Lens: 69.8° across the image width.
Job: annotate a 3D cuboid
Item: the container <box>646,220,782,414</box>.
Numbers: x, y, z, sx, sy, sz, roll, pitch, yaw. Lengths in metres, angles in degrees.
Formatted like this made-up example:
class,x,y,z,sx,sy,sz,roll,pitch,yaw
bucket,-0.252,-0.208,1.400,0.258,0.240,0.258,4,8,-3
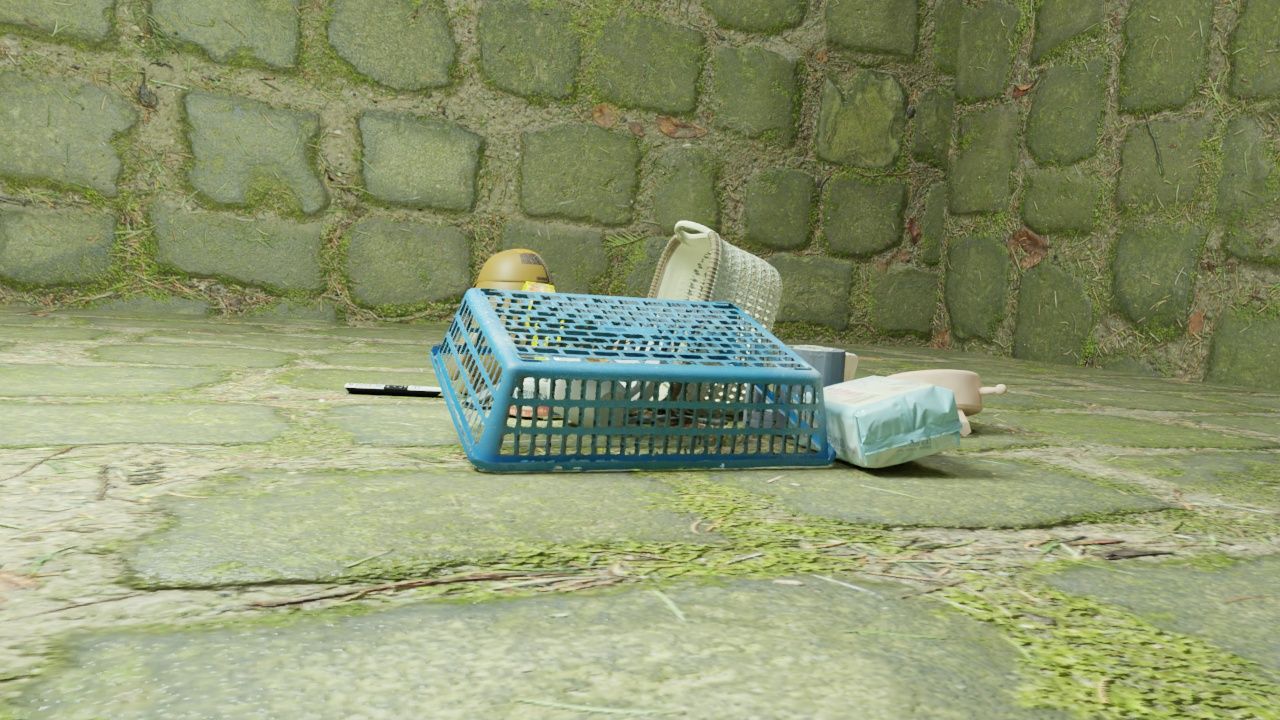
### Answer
class,x,y,z,sx,sy,sz,roll,pitch,yaw
container,0.081,-0.044,1.210,0.142,0.246,0.185,17,0,-21

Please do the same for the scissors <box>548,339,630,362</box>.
class,x,y,z,sx,sy,sz,roll,pitch,yaw
scissors,-0.067,-0.002,1.078,0.127,0.011,0.125,-10,-22,2

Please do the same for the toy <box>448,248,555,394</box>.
class,x,y,z,sx,sy,sz,roll,pitch,yaw
toy,-0.182,-0.054,1.276,0.163,0.203,0.198,8,6,44

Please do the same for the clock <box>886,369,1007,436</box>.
class,x,y,z,sx,sy,sz,roll,pitch,yaw
clock,0.389,0.059,1.235,0.131,0.086,0.161,3,-5,-15

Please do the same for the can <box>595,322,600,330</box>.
class,x,y,z,sx,sy,sz,roll,pitch,yaw
can,-0.037,-0.014,1.374,0.064,0.127,0.064,4,5,0

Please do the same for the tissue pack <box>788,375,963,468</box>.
class,x,y,z,sx,sy,sz,roll,pitch,yaw
tissue pack,0.233,0.061,0.943,0.112,0.070,0.182,-14,6,-14

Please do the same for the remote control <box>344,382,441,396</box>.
class,x,y,z,sx,sy,sz,roll,pitch,yaw
remote control,-0.322,0.039,1.203,0.124,0.012,0.028,3,5,-11

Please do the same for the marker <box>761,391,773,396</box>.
class,x,y,z,sx,sy,sz,roll,pitch,yaw
marker,0.221,0.059,1.321,0.126,0.025,0.025,8,6,44

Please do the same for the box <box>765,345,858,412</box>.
class,x,y,z,sx,sy,sz,roll,pitch,yaw
box,0.198,0.035,1.228,0.137,0.126,0.108,20,13,42

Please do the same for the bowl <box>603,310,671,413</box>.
class,x,y,z,sx,sy,sz,roll,pitch,yaw
bowl,-0.007,0.007,1.141,0.043,0.149,0.150,27,-9,-33

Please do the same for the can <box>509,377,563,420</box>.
class,x,y,z,sx,sy,sz,roll,pitch,yaw
can,-0.126,0.044,1.102,0.086,0.043,0.086,6,3,0

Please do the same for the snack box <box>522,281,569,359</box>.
class,x,y,z,sx,sy,sz,roll,pitch,yaw
snack box,-0.119,-0.039,1.163,0.040,0.029,0.147,6,44,-28

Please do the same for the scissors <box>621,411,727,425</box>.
class,x,y,z,sx,sy,sz,roll,pitch,yaw
scissors,0.038,0.069,1.099,0.173,0.014,0.142,2,0,-37

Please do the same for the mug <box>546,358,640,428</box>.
class,x,y,z,sx,sy,sz,roll,pitch,yaw
mug,-0.038,0.035,1.032,0.107,0.071,0.089,-24,26,-24

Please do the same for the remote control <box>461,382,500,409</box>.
class,x,y,z,sx,sy,sz,roll,pitch,yaw
remote control,-0.160,0.030,1.158,0.136,0.013,0.033,-28,21,-32

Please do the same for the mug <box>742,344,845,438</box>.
class,x,y,z,sx,sy,sz,roll,pitch,yaw
mug,0.181,0.035,1.090,0.124,0.104,0.083,8,7,36

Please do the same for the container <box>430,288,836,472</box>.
class,x,y,z,sx,sy,sz,roll,pitch,yaw
container,-0.008,0.008,0.910,0.361,0.089,0.257,2,23,-23

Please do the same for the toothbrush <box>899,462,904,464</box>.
class,x,y,z,sx,sy,sz,roll,pitch,yaw
toothbrush,0.279,0.093,1.004,0.014,0.014,0.167,39,10,6
